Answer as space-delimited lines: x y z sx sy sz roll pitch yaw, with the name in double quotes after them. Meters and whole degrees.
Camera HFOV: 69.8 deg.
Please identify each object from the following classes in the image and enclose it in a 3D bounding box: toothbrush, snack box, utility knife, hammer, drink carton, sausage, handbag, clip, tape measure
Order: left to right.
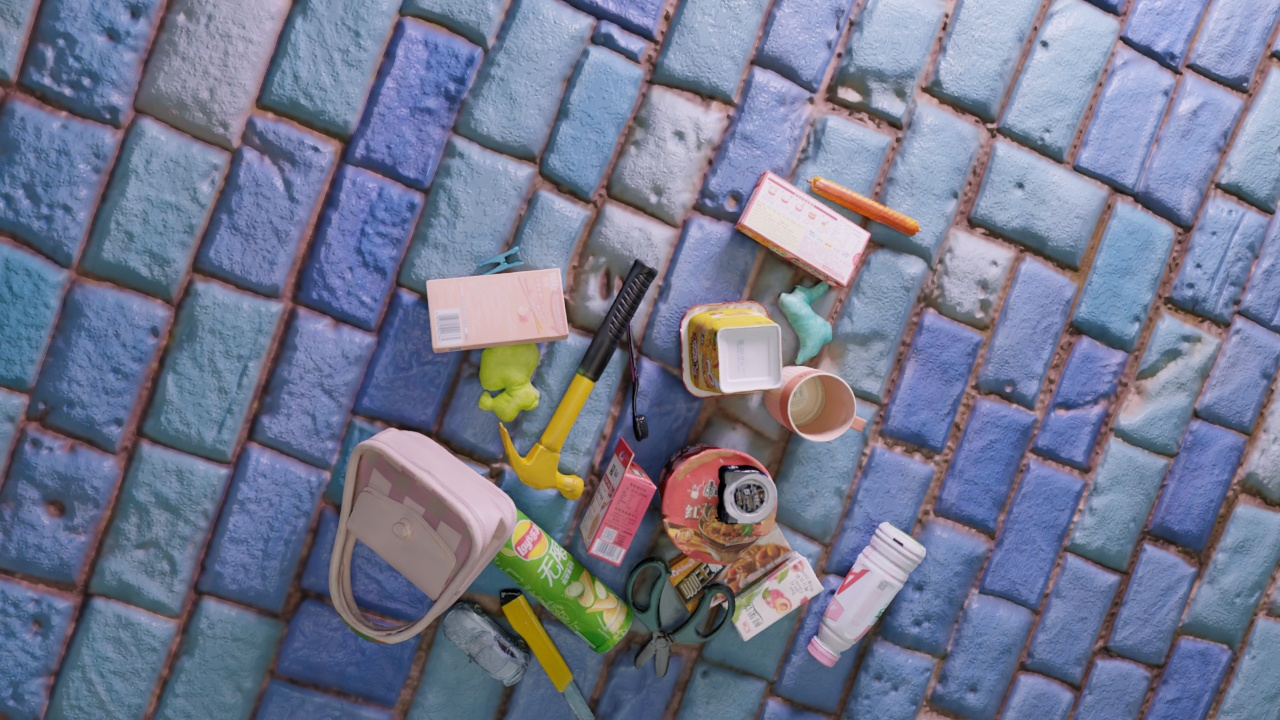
-0.271 0.213 1.045 0.193 0.093 0.234 35 103 17 "handbag"
-0.167 -0.059 1.071 0.157 0.026 0.084 -6 76 -9 "snack box"
-0.166 -0.116 1.084 0.057 0.014 0.047 -24 102 -7 "clip"
-0.115 0.374 1.148 0.033 0.015 0.216 -29 99 1 "utility knife"
-0.064 0.017 1.092 0.128 0.033 0.301 28 92 -27 "hammer"
-0.024 0.165 1.090 0.044 0.113 0.127 25 92 -10 "snack box"
-0.007 0.007 1.126 0.017 0.014 0.189 -8 97 -25 "toothbrush"
0.111 0.254 1.167 0.153 0.026 0.075 -32 100 -4 "snack box"
0.120 0.153 1.042 0.066 0.033 0.066 3 98 -8 "tape measure"
0.166 0.300 1.172 0.122 0.045 0.053 -32 95 -5 "drink carton"
0.200 -0.159 1.127 0.155 0.027 0.077 29 81 -11 "snack box"
0.280 -0.192 1.145 0.165 0.021 0.021 22 92 -12 "sausage"

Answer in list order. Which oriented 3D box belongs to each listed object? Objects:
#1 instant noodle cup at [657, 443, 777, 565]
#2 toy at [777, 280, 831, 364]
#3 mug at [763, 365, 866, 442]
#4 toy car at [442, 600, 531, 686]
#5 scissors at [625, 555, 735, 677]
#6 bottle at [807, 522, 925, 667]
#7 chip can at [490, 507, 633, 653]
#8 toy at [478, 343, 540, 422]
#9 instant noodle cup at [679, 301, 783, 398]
0.082 0.162 1.109 0.138 0.108 0.138 -1 97 -10 "instant noodle cup"
0.210 -0.056 1.146 0.096 0.030 0.092 -38 103 -15 "toy"
0.217 0.055 1.121 0.114 0.106 0.081 23 92 -11 "mug"
-0.188 0.345 1.118 0.120 0.036 0.054 44 105 -8 "toy car"
0.053 0.328 1.147 0.171 0.019 0.177 2 104 7 "scissors"
0.286 0.305 1.183 0.068 0.068 0.197 34 94 -12 "bottle"
-0.104 0.263 1.109 0.221 0.072 0.072 44 88 -11 "chip can"
-0.158 0.019 1.093 0.096 0.031 0.100 -29 102 -4 "toy"
0.113 -0.009 1.087 0.116 0.123 0.116 -5 97 -9 "instant noodle cup"
